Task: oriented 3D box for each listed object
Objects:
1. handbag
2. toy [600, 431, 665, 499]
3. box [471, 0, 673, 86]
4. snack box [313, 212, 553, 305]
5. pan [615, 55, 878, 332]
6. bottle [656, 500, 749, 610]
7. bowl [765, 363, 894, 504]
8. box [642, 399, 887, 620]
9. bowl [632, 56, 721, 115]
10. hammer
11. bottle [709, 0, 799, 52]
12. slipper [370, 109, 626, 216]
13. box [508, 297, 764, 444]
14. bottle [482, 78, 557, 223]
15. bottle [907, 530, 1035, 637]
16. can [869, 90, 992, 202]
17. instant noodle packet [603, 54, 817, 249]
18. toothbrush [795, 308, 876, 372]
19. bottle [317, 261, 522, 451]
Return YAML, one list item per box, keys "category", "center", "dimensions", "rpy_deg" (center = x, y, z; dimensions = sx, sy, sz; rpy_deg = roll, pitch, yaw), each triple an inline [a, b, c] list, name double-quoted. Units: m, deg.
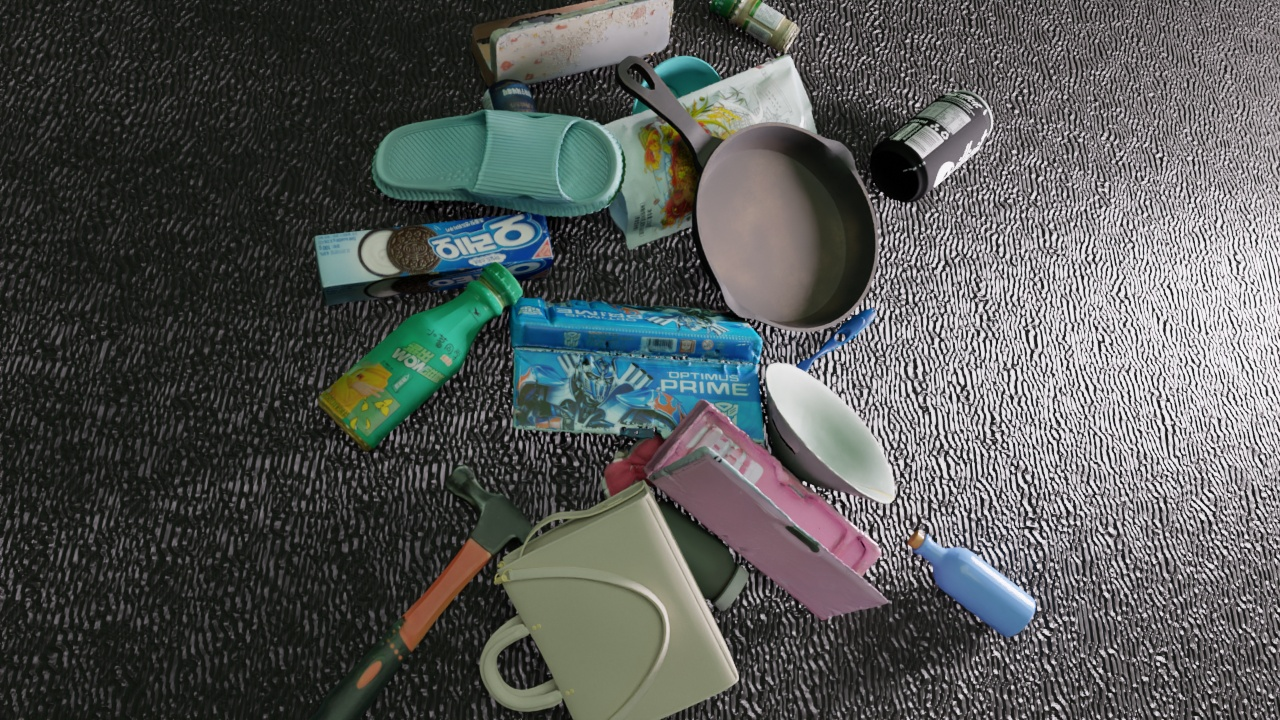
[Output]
- category: "handbag"
  center: [-0.045, 0.226, 0.778]
  dimensions: [0.198, 0.101, 0.194]
  rpy_deg: [-26, 93, -1]
- category: "toy"
  center: [0.002, 0.096, 0.884]
  dimensions: [0.102, 0.065, 0.050]
  rpy_deg: [-28, 45, -18]
- category: "box"
  center: [-0.080, -0.372, 1.040]
  dimensions: [0.216, 0.095, 0.107]
  rpy_deg: [-20, 49, -19]
- category: "snack box"
  center: [-0.203, -0.102, 0.911]
  dimensions: [0.226, 0.059, 0.059]
  rpy_deg: [-9, 74, -17]
- category: "pan"
  center: [0.104, -0.181, 0.971]
  dimensions: [0.356, 0.043, 0.248]
  rpy_deg: [42, 67, -13]
- category: "bottle"
  center: [0.044, 0.182, 0.852]
  dimensions: [0.108, 0.060, 0.060]
  rpy_deg: [36, 65, 3]
- category: "bowl"
  center: [0.168, 0.087, 0.909]
  dimensions: [0.174, 0.068, 0.174]
  rpy_deg: [35, 26, -21]
- category: "box"
  center: [0.121, 0.146, 0.820]
  dimensions: [0.232, 0.098, 0.099]
  rpy_deg: [42, 88, -14]
- category: "bowl"
  center: [0.034, -0.280, 1.028]
  dimensions: [0.121, 0.121, 0.046]
  rpy_deg: [-23, 32, -20]
- category: "hammer"
  center: [-0.215, 0.252, 0.784]
  dimensions: [0.133, 0.033, 0.332]
  rpy_deg: [40, 67, 4]
- category: "bottle"
  center: [0.140, -0.421, 1.125]
  dimensions: [0.110, 0.043, 0.042]
  rpy_deg: [31, 65, 0]
- category: "slipper"
  center: [-0.150, -0.205, 0.911]
  dimensions: [0.276, 0.069, 0.115]
  rpy_deg: [4, 70, 14]
- category: "box"
  center: [-0.003, -0.006, 0.883]
  dimensions: [0.243, 0.064, 0.174]
  rpy_deg: [4, 41, -11]
- category: "bottle"
  center: [-0.125, -0.222, 0.977]
  dimensions: [0.056, 0.056, 0.160]
  rpy_deg: [-12, 72, -17]
- category: "bottle"
  center: [0.322, 0.215, 0.908]
  dimensions: [0.131, 0.048, 0.048]
  rpy_deg: [37, 65, 4]
- category: "can"
  center: [0.343, -0.253, 1.082]
  dimensions: [0.145, 0.080, 0.080]
  rpy_deg: [-39, 81, -23]
- category: "instant noodle packet"
  center: [0.083, -0.230, 1.011]
  dimensions: [0.268, 0.057, 0.147]
  rpy_deg: [-24, 107, -19]
- category: "toothbrush"
  center: [0.211, -0.020, 0.997]
  dimensions: [0.132, 0.016, 0.021]
  rpy_deg: [-35, 80, -25]
- category: "bottle"
  center: [-0.198, -0.010, 0.854]
  dimensions: [0.068, 0.068, 0.209]
  rpy_deg: [44, 75, 7]
